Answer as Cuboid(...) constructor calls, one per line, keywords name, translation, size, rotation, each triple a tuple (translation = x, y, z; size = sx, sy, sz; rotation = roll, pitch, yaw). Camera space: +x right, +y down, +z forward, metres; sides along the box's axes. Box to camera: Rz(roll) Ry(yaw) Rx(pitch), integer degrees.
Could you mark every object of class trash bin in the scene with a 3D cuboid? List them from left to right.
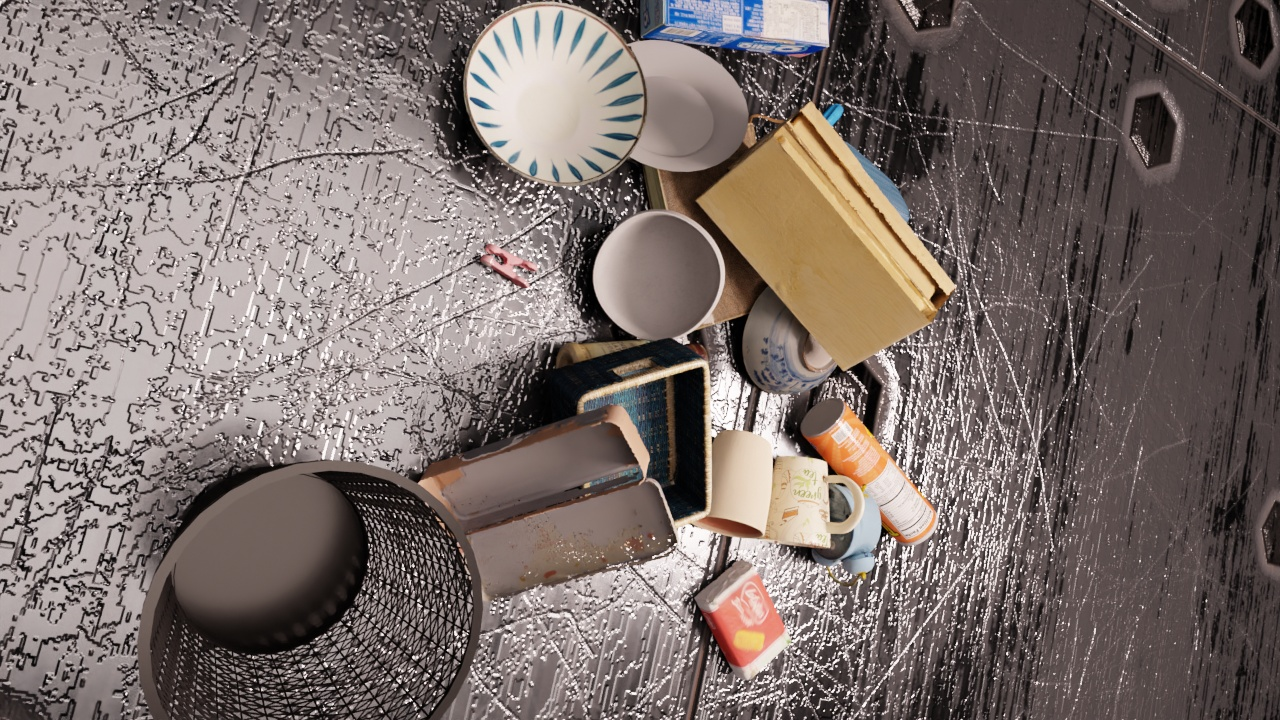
Cuboid(name="trash bin", translation=(-0.267, 0.175, 0.708), size=(0.216, 0.244, 0.217), rotation=(0, 90, -29))

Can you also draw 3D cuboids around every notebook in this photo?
Cuboid(name="notebook", translation=(0.101, -0.159, 1.035), size=(0.189, 0.035, 0.215), rotation=(-17, 99, -28))

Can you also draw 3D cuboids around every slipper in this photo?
Cuboid(name="slipper", translation=(0.250, -0.204, 1.091), size=(0.213, 0.059, 0.103), rotation=(15, 48, -43))

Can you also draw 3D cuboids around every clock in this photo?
Cuboid(name="clock", translation=(0.238, 0.203, 1.081), size=(0.051, 0.089, 0.124), rotation=(3, 90, -29))

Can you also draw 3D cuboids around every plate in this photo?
Cuboid(name="plate", translation=(0.028, -0.266, 0.974), size=(0.172, 0.019, 0.172), rotation=(5, 65, -11))

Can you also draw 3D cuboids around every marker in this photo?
Cuboid(name="marker", translation=(0.206, -0.268, 1.105), size=(0.122, 0.015, 0.018), rotation=(-48, 112, -19))

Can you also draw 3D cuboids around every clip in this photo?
Cuboid(name="clip", translation=(-0.129, -0.100, 0.914), size=(0.059, 0.022, 0.038), rotation=(26, 81, -25))

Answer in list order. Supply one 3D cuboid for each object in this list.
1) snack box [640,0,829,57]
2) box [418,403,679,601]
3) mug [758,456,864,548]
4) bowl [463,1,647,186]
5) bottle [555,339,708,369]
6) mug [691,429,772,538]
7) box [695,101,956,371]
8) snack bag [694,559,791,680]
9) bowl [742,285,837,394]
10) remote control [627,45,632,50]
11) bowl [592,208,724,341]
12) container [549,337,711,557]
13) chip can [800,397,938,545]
Cuboid(name="snack box", translation=(0.108, -0.382, 1.025), size=(0.226, 0.059, 0.059), rotation=(-4, 95, -28))
Cuboid(name="box", translation=(-0.085, 0.140, 0.848), size=(0.154, 0.217, 0.058), rotation=(64, 19, -18))
Cuboid(name="mug", translation=(0.198, 0.162, 1.047), size=(0.081, 0.122, 0.097), rotation=(21, 72, -47))
Cuboid(name="bowl", translation=(-0.087, -0.251, 0.900), size=(0.177, 0.071, 0.177), rotation=(1, 87, -16))
Cuboid(name="bottle", translation=(-0.006, 0.006, 0.963), size=(0.161, 0.057, 0.056), rotation=(-4, 92, -30))
Cuboid(name="mug", translation=(0.111, 0.141, 1.022), size=(0.111, 0.085, 0.104), rotation=(43, 56, -52))
Cuboid(name="box", translation=(0.192, -0.122, 0.960), size=(0.122, 0.141, 0.249), rotation=(-45, 99, -20))
Cuboid(name="snack bag", translation=(0.117, 0.295, 1.045), size=(0.076, 0.036, 0.116), rotation=(-33, 106, -25))
Cuboid(name="bowl", translation=(0.191, -0.024, 1.053), size=(0.150, 0.057, 0.151), rotation=(-12, 111, -33))
Cuboid(name="remote control", translation=(-0.022, -0.278, 0.949), size=(0.039, 0.010, 0.124), rotation=(2, 66, -12))
Cuboid(name="bowl", translation=(0.021, -0.089, 0.954), size=(0.132, 0.064, 0.132), rotation=(1, 100, 8))
Cuboid(name="container", translation=(-0.008, 0.085, 0.917), size=(0.145, 0.071, 0.188), rotation=(-16, 120, -24))
Cuboid(name="chip can", translation=(0.281, 0.138, 1.121), size=(0.210, 0.062, 0.062), rotation=(47, 69, -21))
